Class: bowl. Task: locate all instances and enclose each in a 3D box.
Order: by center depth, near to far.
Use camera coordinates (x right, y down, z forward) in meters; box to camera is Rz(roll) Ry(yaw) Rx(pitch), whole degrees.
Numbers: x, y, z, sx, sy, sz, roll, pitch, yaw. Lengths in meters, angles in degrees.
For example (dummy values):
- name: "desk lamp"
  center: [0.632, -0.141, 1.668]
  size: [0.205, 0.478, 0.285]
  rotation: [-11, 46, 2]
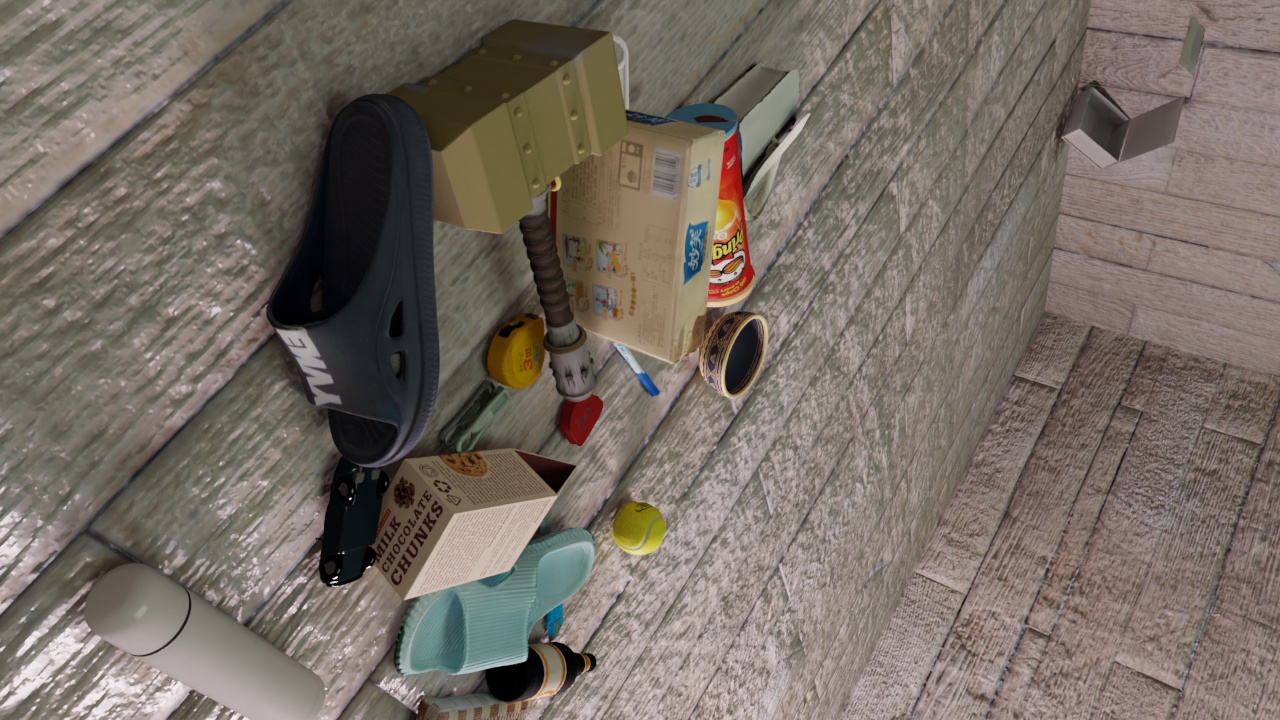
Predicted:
- name: "bowl"
  center: [0.111, -0.014, 1.185]
  size: [0.112, 0.061, 0.113]
  rotation: [-36, 137, -43]

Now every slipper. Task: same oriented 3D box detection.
- name: "slipper"
  center: [-0.198, -0.044, 0.626]
  size: [0.083, 0.111, 0.268]
  rotation: [-15, 118, -51]
- name: "slipper"
  center: [-0.130, 0.247, 0.947]
  size: [0.275, 0.069, 0.116]
  rotation: [-13, 116, -50]

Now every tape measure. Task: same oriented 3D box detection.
- name: "tape measure"
  center: [-0.117, -0.004, 0.856]
  size: [0.058, 0.030, 0.068]
  rotation: [-30, 128, -48]
- name: "tape measure"
  center: [-0.065, 0.056, 0.989]
  size: [0.058, 0.019, 0.051]
  rotation: [-61, 148, -27]

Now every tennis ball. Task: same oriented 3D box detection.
- name: "tennis ball"
  center: [-0.002, 0.209, 1.140]
  size: [0.065, 0.065, 0.065]
  rotation: [-36, 137, -43]

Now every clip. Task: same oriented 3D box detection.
- name: "clip"
  center: [-0.151, 0.053, 0.839]
  size: [0.075, 0.043, 0.023]
  rotation: [-52, 144, -25]

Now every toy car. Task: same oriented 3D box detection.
- name: "toy car"
  center: [-0.235, 0.128, 0.744]
  size: [0.046, 0.034, 0.112]
  rotation: [-6, 113, -57]

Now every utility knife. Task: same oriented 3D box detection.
- name: "utility knife"
  center: [-0.104, 0.248, 1.054]
  size: [0.031, 0.015, 0.207]
  rotation: [-43, 140, -44]

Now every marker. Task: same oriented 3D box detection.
- name: "marker"
  center: [-0.006, 0.006, 1.060]
  size: [0.013, 0.013, 0.142]
  rotation: [-60, 148, -16]

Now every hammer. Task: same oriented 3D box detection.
- name: "hammer"
  center: [-0.084, -0.092, 0.773]
  size: [0.189, 0.101, 0.325]
  rotation: [-46, 141, -34]

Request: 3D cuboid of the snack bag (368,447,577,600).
- name: "snack bag"
  center: [-0.141, 0.141, 0.843]
  size: [0.206, 0.070, 0.094]
  rotation: [2, 125, -58]

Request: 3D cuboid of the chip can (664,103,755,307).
- name: "chip can"
  center: [0.075, -0.166, 1.009]
  size: [0.086, 0.087, 0.214]
  rotation: [-48, 143, -32]

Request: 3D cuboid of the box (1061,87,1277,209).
- name: "box"
  center: [1.435, -0.580, 2.492]
  size: [0.166, 0.529, 0.234]
  rotation: [-65, 153, -21]

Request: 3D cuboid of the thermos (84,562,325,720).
- name: "thermos"
  center: [-0.307, 0.213, 0.663]
  size: [0.052, 0.052, 0.224]
  rotation: [-54, 147, -24]

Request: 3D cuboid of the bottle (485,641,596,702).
- name: "bottle"
  center: [-0.105, 0.361, 1.076]
  size: [0.181, 0.059, 0.059]
  rotation: [24, 87, -60]

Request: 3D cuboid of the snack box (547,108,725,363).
- name: "snack box"
  center: [-0.011, -0.117, 0.832]
  size: [0.055, 0.153, 0.208]
  rotation: [-31, 134, -48]

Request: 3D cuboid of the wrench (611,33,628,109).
- name: "wrench"
  center: [-0.024, -0.171, 0.885]
  size: [0.018, 0.066, 0.274]
  rotation: [-103, -170, -62]

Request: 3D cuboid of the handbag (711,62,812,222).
- name: "handbag"
  center: [0.139, -0.238, 1.079]
  size: [0.150, 0.074, 0.176]
  rotation: [-48, 145, -32]

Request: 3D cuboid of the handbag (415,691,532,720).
- name: "handbag"
  center: [-0.193, 0.422, 0.988]
  size: [0.185, 0.047, 0.124]
  rotation: [31, 73, -60]
